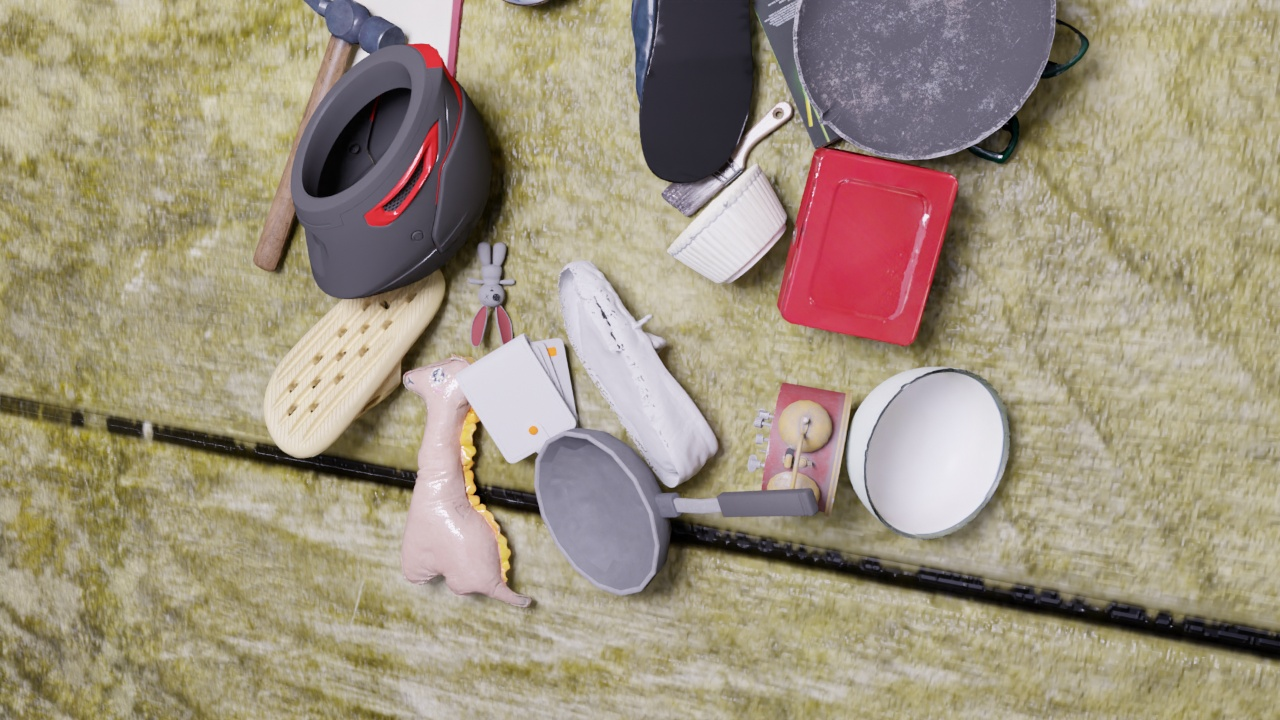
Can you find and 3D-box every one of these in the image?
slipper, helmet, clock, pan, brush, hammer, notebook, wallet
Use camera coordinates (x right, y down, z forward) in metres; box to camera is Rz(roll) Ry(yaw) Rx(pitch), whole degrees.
[{"bbox_3d":[-0.005,0.005,0.918,0.246,0.074,0.112,57,141,7],"label":"slipper"},{"bbox_3d":[-0.244,-0.173,0.926,0.265,0.169,0.164,-46,58,10],"label":"helmet"},{"bbox_3d":[0.043,-0.304,0.863,0.108,0.083,0.266,-3,106,-16],"label":"slipper"},{"bbox_3d":[0.140,0.080,0.830,0.081,0.158,0.117,10,100,12],"label":"clock"},{"bbox_3d":[0.024,0.136,0.867,0.358,0.041,0.178,-12,99,48],"label":"pan"},{"bbox_3d":[0.086,-0.197,0.890,0.151,0.012,0.039,-40,83,18],"label":"brush"},{"bbox_3d":[0.177,-0.326,0.746,0.357,0.040,0.208,49,124,-1],"label":"pan"},{"bbox_3d":[-0.373,-0.246,1.026,0.129,0.040,0.322,33,109,17],"label":"hammer"},{"bbox_3d":[-0.311,-0.007,1.025,0.111,0.079,0.261,40,89,13],"label":"slipper"},{"bbox_3d":[-0.265,-0.339,0.997,0.153,0.012,0.209,12,101,17],"label":"notebook"},{"bbox_3d":[-0.115,0.035,0.967,0.115,0.037,0.118,-30,98,6],"label":"wallet"}]

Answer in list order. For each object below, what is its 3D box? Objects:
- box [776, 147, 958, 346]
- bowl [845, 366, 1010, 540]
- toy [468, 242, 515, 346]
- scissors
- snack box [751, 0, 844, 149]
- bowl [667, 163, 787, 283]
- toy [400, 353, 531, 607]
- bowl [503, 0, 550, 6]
[{"bbox_3d":[0.199,-0.102,0.813,0.134,0.112,0.157,14,102,12],"label":"box"},{"bbox_3d":[0.245,0.076,0.819,0.153,0.073,0.153,-5,103,-21],"label":"bowl"},{"bbox_3d":[-0.160,-0.071,0.984,0.049,0.030,0.112,0,95,-9],"label":"toy"},{"bbox_3d":[0.268,-0.270,0.761,0.209,0.015,0.142,40,135,-6],"label":"scissors"},{"bbox_3d":[0.170,-0.279,0.843,0.080,0.025,0.147,-23,89,21],"label":"snack box"},{"bbox_3d":[0.087,-0.120,0.854,0.062,0.115,0.115,45,109,-7],"label":"bowl"},{"bbox_3d":[-0.188,0.131,1.012,0.196,0.065,0.264,14,94,6],"label":"toy"},{"bbox_3d":[-0.100,-0.406,0.911,0.114,0.045,0.114,3,98,19],"label":"bowl"}]
